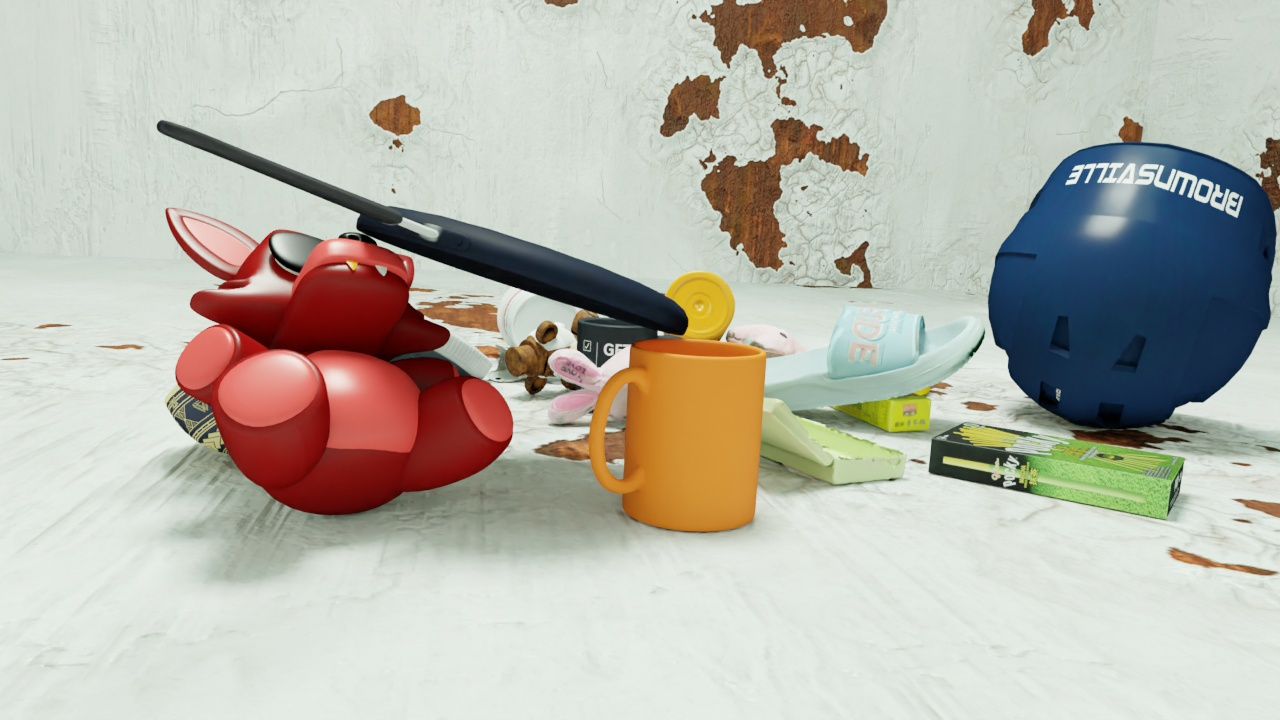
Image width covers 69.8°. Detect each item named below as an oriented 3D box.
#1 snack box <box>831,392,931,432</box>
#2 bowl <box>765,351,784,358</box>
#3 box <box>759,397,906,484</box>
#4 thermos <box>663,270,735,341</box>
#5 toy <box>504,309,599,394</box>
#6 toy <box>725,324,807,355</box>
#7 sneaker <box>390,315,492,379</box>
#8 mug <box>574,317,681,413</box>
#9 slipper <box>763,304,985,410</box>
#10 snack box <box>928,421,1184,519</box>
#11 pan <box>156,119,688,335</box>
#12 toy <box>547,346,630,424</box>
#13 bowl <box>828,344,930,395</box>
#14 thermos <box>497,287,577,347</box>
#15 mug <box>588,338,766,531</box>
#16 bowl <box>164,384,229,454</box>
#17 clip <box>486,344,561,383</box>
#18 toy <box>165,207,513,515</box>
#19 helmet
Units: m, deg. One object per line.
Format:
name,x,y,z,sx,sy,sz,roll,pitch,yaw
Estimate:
snack box,0.209,0.035,0.845,0.040,0.029,0.148,-1,9,-16
bowl,0.103,0.009,0.979,0.118,0.030,0.118,2,8,0
box,0.086,0.046,0.677,0.140,0.047,0.188,26,-4,-31
thermos,0.056,-0.047,1.072,0.091,0.076,0.233,-3,-5,1
toy,-0.070,-0.006,0.861,0.112,0.087,0.067,-15,41,-42
toy,0.158,-0.013,1.088,0.095,0.053,0.099,13,7,-23
sneaker,-0.258,-0.016,0.871,0.235,0.087,0.089,23,-6,-17
mug,-0.005,0.005,0.813,0.105,0.077,0.071,3,9,1
slipper,0.174,-0.006,0.807,0.246,0.074,0.103,-11,14,20
snack box,0.287,0.072,0.636,0.148,0.025,0.080,9,10,35
pan,-0.093,-0.062,0.466,0.199,0.021,0.356,18,1,22
toy,-0.022,0.021,0.751,0.110,0.063,0.047,-2,11,-15
bowl,0.254,-0.003,0.992,0.117,0.068,0.117,3,9,-1
thermos,-0.110,-0.047,1.019,0.099,0.099,0.220,1,5,-10
mug,0.017,0.041,0.515,0.112,0.096,0.078,-5,12,-41
bowl,-0.240,0.027,0.600,0.112,0.061,0.112,-30,1,0
clip,-0.130,0.008,0.940,0.102,0.040,0.054,16,1,38
toy,-0.171,-0.011,0.509,0.158,0.121,0.197,6,44,-38
helmet,0.441,-0.040,0.853,0.232,0.222,0.272,19,-14,28
